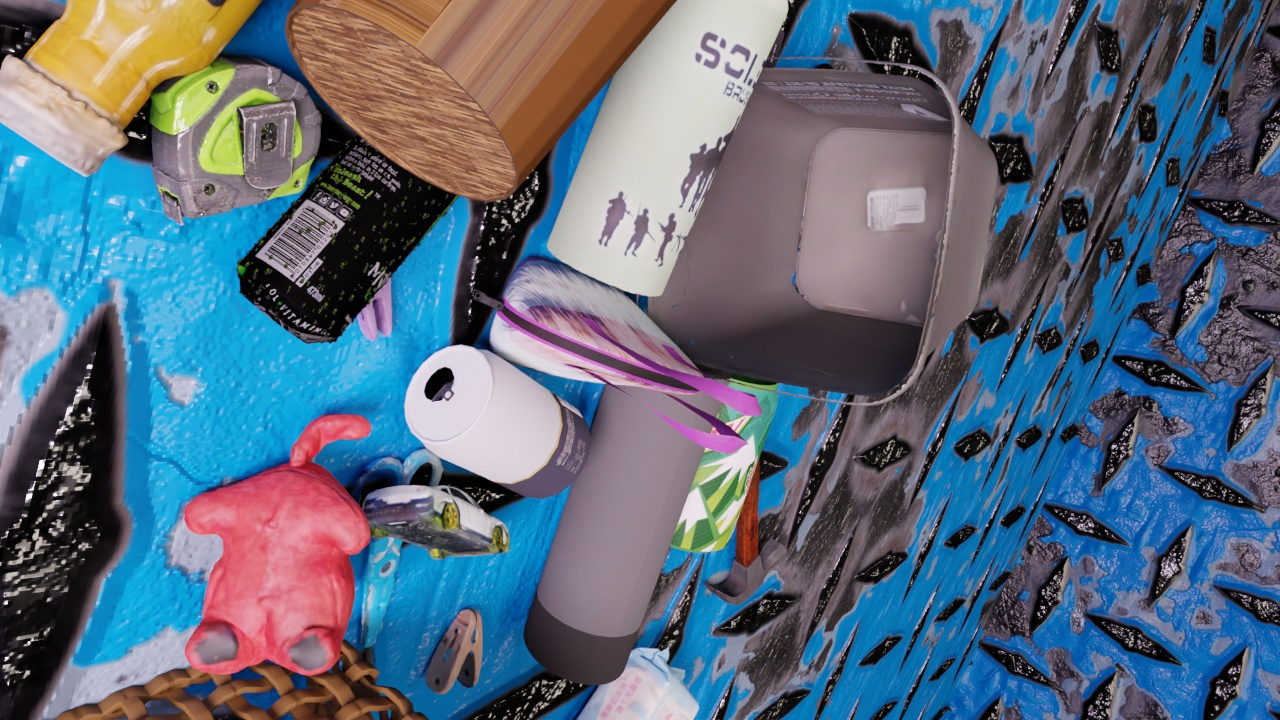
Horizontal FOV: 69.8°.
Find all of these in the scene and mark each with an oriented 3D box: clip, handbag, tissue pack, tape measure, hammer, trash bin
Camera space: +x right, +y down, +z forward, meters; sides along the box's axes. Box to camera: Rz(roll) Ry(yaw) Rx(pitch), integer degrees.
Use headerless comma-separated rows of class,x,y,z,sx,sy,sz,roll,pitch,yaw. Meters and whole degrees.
clip,-0.140,-0.034,0.460,0.041,0.014,0.052,-1,111,-53
handbag,-0.003,0.003,0.518,0.144,0.170,0.068,18,99,-45
clip,-0.129,0.202,0.631,0.039,0.024,0.060,-11,112,-53
tissue pack,-0.019,0.349,0.839,0.181,0.070,0.112,-54,146,-17
tape measure,-0.161,-0.091,0.369,0.065,0.036,0.059,-28,133,-40
hammer,0.103,0.125,0.885,0.110,0.028,0.301,-37,139,-34
trash bin,0.140,-0.092,0.635,0.219,0.198,0.197,-14,112,-56

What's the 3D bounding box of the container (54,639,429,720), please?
container,-0.199,0.317,0.440,0.219,0.214,0.252,-13,123,-49

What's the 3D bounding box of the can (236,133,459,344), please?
can,-0.121,-0.071,0.419,0.137,0.054,0.054,-54,146,-15

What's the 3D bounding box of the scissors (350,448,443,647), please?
scissors,-0.153,0.115,0.549,0.066,0.015,0.135,-11,123,-54

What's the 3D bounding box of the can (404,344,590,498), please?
can,-0.083,0.036,0.537,0.064,0.064,0.127,-59,146,-6

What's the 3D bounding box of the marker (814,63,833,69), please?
marker,0.176,-0.203,0.760,0.145,0.019,0.019,21,95,-57

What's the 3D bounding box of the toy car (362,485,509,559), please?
toy car,-0.116,0.093,0.535,0.105,0.048,0.033,49,35,-59

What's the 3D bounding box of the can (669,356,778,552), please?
can,0.052,0.071,0.726,0.082,0.083,0.144,-4,116,-52

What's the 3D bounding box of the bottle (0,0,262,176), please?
bottle,-0.153,-0.149,0.323,0.186,0.053,0.053,-56,146,-9

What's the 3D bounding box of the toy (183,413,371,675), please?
toy,-0.176,0.090,0.469,0.094,0.088,0.132,113,-10,-78

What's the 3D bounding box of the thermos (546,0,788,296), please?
thermos,0.023,-0.157,0.520,0.082,0.082,0.232,1,117,-54

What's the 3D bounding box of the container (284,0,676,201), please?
container,-0.048,-0.160,0.366,0.167,0.132,0.132,-60,147,-18

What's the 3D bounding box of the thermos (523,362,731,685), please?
thermos,-0.013,0.108,0.666,0.082,0.082,0.241,1,112,-54

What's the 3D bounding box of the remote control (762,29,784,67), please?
remote control,0.047,-0.209,0.586,0.136,0.015,0.032,-6,117,-49
